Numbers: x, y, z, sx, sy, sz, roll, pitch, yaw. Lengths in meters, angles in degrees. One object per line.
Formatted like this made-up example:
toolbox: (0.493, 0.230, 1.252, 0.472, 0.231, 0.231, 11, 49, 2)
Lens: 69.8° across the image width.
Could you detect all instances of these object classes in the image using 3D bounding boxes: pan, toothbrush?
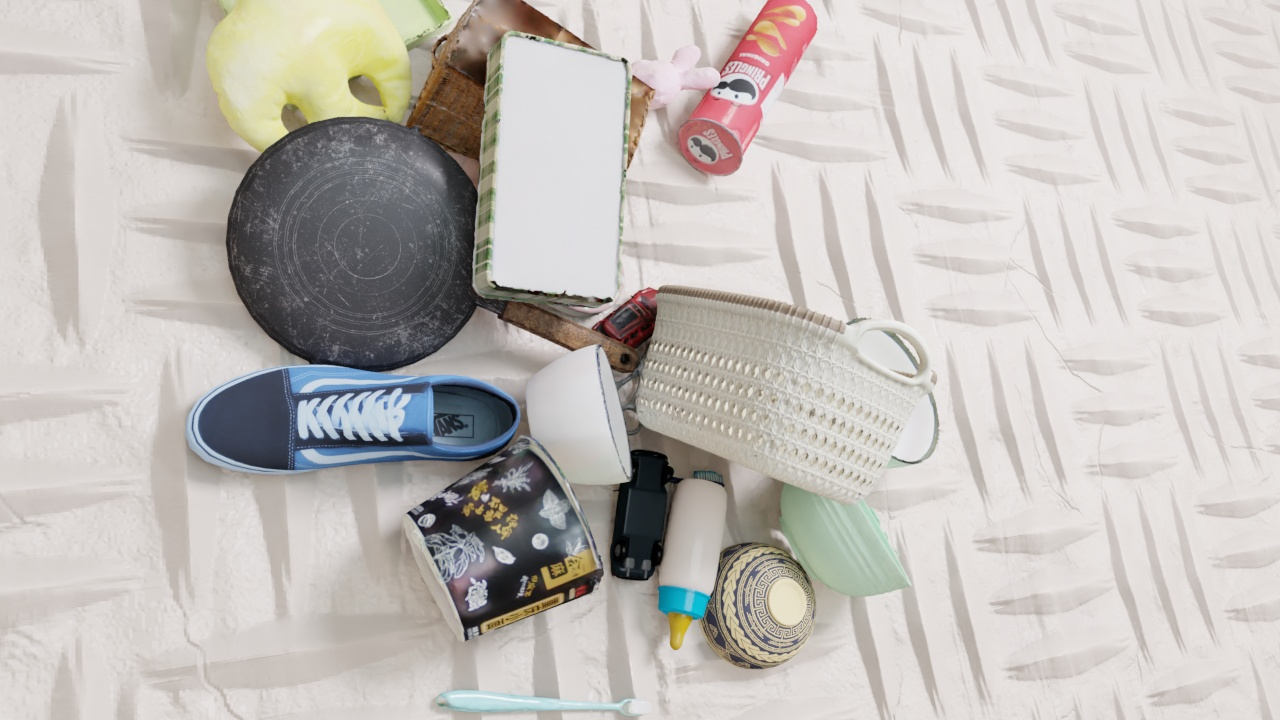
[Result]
pan: (-0.148, -0.060, 0.743, 0.356, 0.040, 0.207, 23, 88, -20)
toothbrush: (-0.074, 0.274, 0.731, 0.180, 0.017, 0.016, 11, 69, -23)
toothbrush: (-0.006, 0.097, 0.824, 0.188, 0.016, 0.017, 12, 59, -25)

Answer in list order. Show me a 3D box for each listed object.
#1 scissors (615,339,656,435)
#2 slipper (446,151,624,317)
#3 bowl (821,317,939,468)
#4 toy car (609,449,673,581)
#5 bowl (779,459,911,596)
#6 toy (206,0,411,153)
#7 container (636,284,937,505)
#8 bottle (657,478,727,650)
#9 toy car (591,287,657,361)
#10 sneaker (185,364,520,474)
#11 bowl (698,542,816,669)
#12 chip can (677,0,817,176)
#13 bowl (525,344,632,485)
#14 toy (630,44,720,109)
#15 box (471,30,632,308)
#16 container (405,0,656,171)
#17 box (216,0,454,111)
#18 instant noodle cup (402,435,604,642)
scissors: (0.009, 0.013, 0.856, 0.170, 0.014, 0.095, -37, 85, -29)
slipper: (-0.132, -0.118, 0.802, 0.274, 0.055, 0.114, 21, 65, -21)
bowl: (0.222, 0.041, 0.916, 0.153, 0.073, 0.153, 22, 53, -32)
toy car: (-0.001, 0.134, 0.800, 0.046, 0.034, 0.112, 12, 80, -24)
bowl: (0.178, 0.155, 0.845, 0.077, 0.150, 0.151, -31, 90, 10)
toy: (-0.265, -0.244, 0.737, 0.170, 0.065, 0.155, -40, 119, -30)
container: (0.109, 0.022, 0.775, 0.184, 0.246, 0.143, 24, 86, -32)
bottle: (0.042, 0.178, 0.801, 0.051, 0.051, 0.146, 21, 66, -21)
toy car: (-0.007, -0.036, 0.849, 0.042, 0.036, 0.091, 44, 53, 12)
sneaker: (-0.205, 0.037, 0.688, 0.241, 0.098, 0.083, 3, 72, -27)
bowl: (0.114, 0.217, 0.820, 0.112, 0.061, 0.112, 9, 70, -25)
chip can: (0.120, -0.301, 0.983, 0.073, 0.073, 0.232, 37, 60, -13)
bowl: (-0.051, 0.049, 0.748, 0.066, 0.116, 0.116, -13, 79, 4)
toy: (0.022, -0.283, 0.928, 0.110, 0.047, 0.063, -21, 49, -8)
box: (-0.069, -0.147, 0.730, 0.117, 0.050, 0.205, 3, 87, -26)
container: (-0.096, -0.225, 0.821, 0.198, 0.113, 0.113, 27, 63, -19)
box: (-0.268, -0.315, 0.800, 0.187, 0.044, 0.141, -44, 118, -30)
instant noodle cup: (-0.109, 0.141, 0.694, 0.112, 0.137, 0.137, -25, 87, -22)
